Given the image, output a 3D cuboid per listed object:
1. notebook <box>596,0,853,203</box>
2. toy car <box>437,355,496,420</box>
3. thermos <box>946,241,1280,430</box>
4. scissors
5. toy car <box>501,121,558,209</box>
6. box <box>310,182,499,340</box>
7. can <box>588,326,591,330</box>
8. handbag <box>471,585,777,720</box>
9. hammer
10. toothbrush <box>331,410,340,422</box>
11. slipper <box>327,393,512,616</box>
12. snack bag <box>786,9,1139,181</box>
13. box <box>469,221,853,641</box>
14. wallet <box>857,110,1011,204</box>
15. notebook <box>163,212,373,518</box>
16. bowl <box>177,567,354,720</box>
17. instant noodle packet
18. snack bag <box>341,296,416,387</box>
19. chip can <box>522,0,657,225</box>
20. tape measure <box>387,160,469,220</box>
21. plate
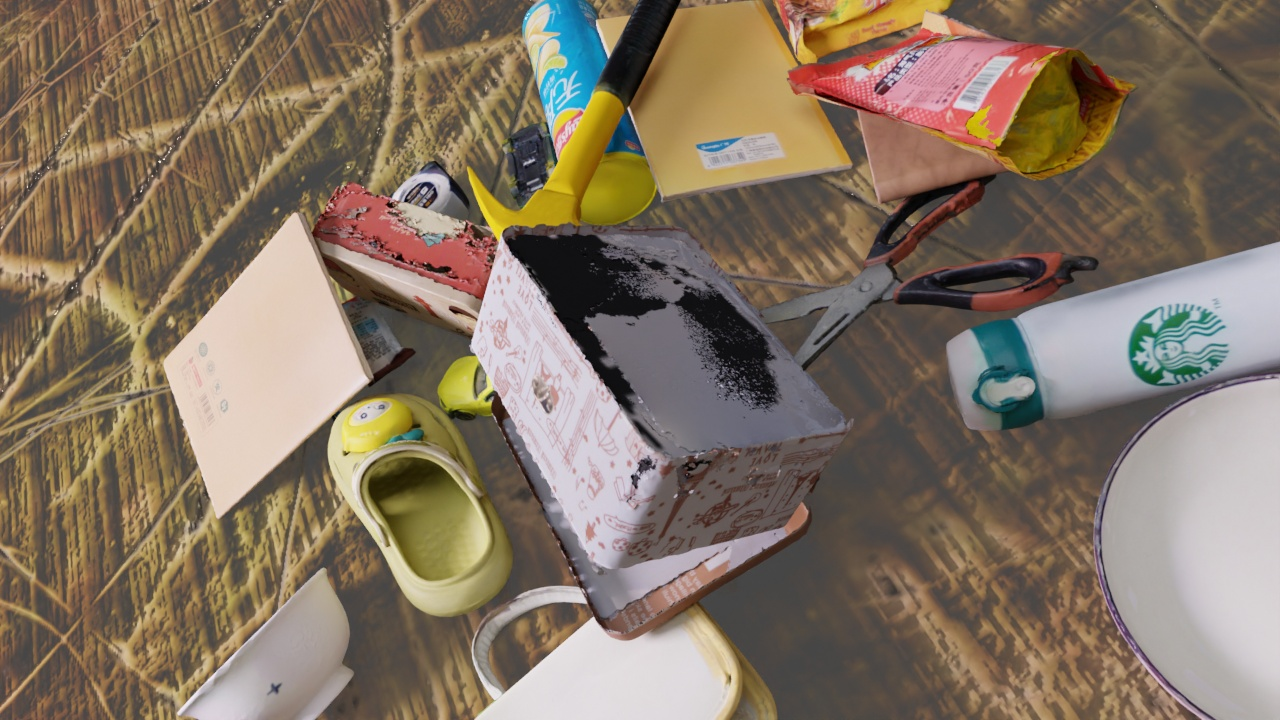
[{"bbox_3d":[0.058,-0.208,0.705,0.145,0.010,0.206,-11,56,-10],"label":"notebook"},{"bbox_3d":[-0.103,0.013,0.669,0.105,0.032,0.048,-10,60,20],"label":"toy car"},{"bbox_3d":[0.282,-0.013,0.495,0.224,0.073,0.073,-16,57,14],"label":"thermos"},{"bbox_3d":[0.158,-0.055,0.569,0.225,0.015,0.188,-8,39,22],"label":"scissors"},{"bbox_3d":[-0.086,-0.157,0.753,0.043,0.036,0.091,-21,58,12],"label":"toy car"},{"bbox_3d":[-0.160,-0.078,0.696,0.168,0.091,0.078,20,72,20],"label":"box"},{"bbox_3d":[-0.004,0.004,0.617,0.102,0.057,0.083,22,70,31],"label":"can"},{"bbox_3d":[-0.028,0.191,0.529,0.163,0.063,0.178,-41,40,-3],"label":"handbag"},{"bbox_3d":[-0.024,-0.187,0.664,0.129,0.033,0.299,14,59,13],"label":"hammer"},{"bbox_3d":[-0.209,0.076,0.689,0.016,0.014,0.189,-53,55,9],"label":"toothbrush"},{"bbox_3d":[-0.150,0.080,0.613,0.091,0.082,0.190,-27,54,-19],"label":"slipper"},{"bbox_3d":[0.202,-0.183,0.601,0.128,0.073,0.208,-27,35,-10],"label":"snack bag"},{"bbox_3d":[-0.005,0.039,0.511,0.182,0.150,0.167,55,134,36],"label":"box"},{"bbox_3d":[0.204,-0.157,0.629,0.101,0.020,0.115,-13,45,15],"label":"wallet"},{"bbox_3d":[-0.290,0.008,0.696,0.208,0.008,0.147,-37,70,27],"label":"notebook"},{"bbox_3d":[-0.225,0.198,0.588,0.065,0.118,0.118,44,83,-4],"label":"bowl"},{"bbox_3d":[0.170,-0.297,0.720,0.128,0.044,0.110,-20,61,11],"label":"instant noodle packet"},{"bbox_3d":[-0.218,-0.022,0.739,0.048,0.026,0.104,-36,55,-10],"label":"snack bag"},{"bbox_3d":[-0.045,-0.209,0.744,0.071,0.071,0.210,-23,56,10],"label":"chip can"},{"bbox_3d":[-0.180,-0.129,0.780,0.066,0.033,0.066,-40,52,0],"label":"tape measure"},{"bbox_3d":[0.321,0.098,0.435,0.193,0.039,0.192,-10,59,17],"label":"plate"}]
